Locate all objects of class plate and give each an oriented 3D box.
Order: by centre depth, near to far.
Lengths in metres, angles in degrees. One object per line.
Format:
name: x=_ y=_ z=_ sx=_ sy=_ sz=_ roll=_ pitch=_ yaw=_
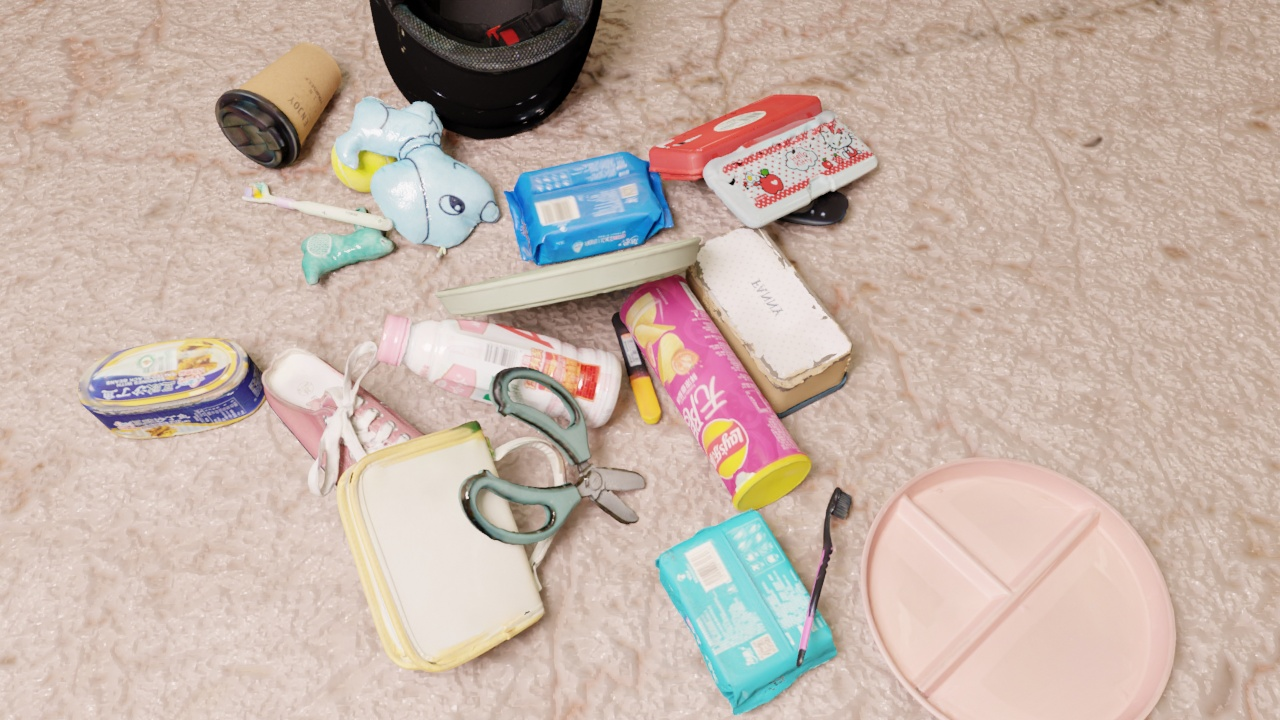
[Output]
plate: x=0.282 y=0.182 z=0.700 sx=0.229 sy=0.028 sz=0.229 roll=-1 pitch=57 yaw=1
plate: x=-0.059 y=-0.071 z=0.784 sx=0.230 sy=0.230 sz=0.027 roll=-13 pitch=98 yaw=-6

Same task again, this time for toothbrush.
toothbrush: x=0.138 y=0.157 z=0.688 sx=0.018 sy=0.014 sz=0.188 roll=25 pitch=37 yaw=5
toothbrush: x=-0.324 y=-0.153 z=0.920 sx=0.190 sy=0.020 sz=0.029 roll=16 pitch=54 yaw=23

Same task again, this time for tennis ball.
tennis ball: x=-0.282 y=-0.206 z=0.941 sx=0.065 sy=0.066 sz=0.065 roll=-1 pitch=58 yaw=2

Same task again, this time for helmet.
helmet: x=-0.160 y=-0.371 z=0.943 sx=0.233 sy=0.231 sz=0.274 roll=5 pitch=58 yaw=-12

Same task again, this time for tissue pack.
tissue pack: x=0.078 y=0.186 z=0.692 sx=0.093 sy=0.050 sz=0.133 roll=-23 pitch=60 yaw=-14
tissue pack: x=-0.050 y=-0.149 z=0.904 sx=0.157 sy=0.052 sz=0.095 roll=-14 pitch=60 yaw=-6

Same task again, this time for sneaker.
sneaker: x=-0.232 y=0.062 z=0.758 sx=0.241 sy=0.088 sz=0.118 roll=37 pitch=67 yaw=19

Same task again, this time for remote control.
remote control: x=0.139 y=-0.161 z=0.920 sx=0.136 sy=0.024 sz=0.053 roll=17 pitch=56 yaw=13

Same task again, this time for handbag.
handbag: x=-0.128 y=0.132 z=0.705 sx=0.178 sy=0.063 sz=0.163 roll=-18 pitch=87 yaw=-35

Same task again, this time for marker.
marker: x=-0.005 y=0.005 z=0.830 sx=0.018 sy=0.015 sz=0.123 roll=-13 pitch=56 yaw=-8

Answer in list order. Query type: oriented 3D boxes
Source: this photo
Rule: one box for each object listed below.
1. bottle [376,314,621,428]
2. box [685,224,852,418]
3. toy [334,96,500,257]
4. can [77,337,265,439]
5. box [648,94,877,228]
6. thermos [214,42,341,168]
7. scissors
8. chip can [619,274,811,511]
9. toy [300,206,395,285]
bottle: x=-0.117 y=0.005 z=0.765 sx=0.196 sy=0.068 sz=0.068 roll=14 pitch=57 yaw=-16
box: x=0.114 y=-0.034 z=0.822 sx=0.089 sy=0.063 sz=0.184 roll=-24 pitch=62 yaw=-11
toy: x=-0.218 y=-0.179 z=0.907 sx=0.161 sy=0.050 sz=0.156 roll=2 pitch=88 yaw=-16
can: x=-0.413 y=0.024 z=0.814 sx=0.148 sy=0.049 sz=0.074 roll=-8 pitch=59 yaw=-3
box: x=0.123 y=-0.206 z=0.904 sx=0.200 sy=0.064 sz=0.160 roll=-30 pitch=52 yaw=-33
thermos: x=-0.381 y=-0.274 z=0.979 sx=0.093 sy=0.093 sz=0.142 roll=15 pitch=52 yaw=11
scissors: x=-0.064 y=0.070 z=0.726 sx=0.176 sy=0.019 sz=0.171 roll=4 pitch=75 yaw=-36
chip can: x=0.059 y=0.023 z=0.783 sx=0.071 sy=0.071 sz=0.210 roll=-25 pitch=60 yaw=-12
toy: x=-0.291 y=-0.116 z=0.909 sx=0.092 sy=0.030 sz=0.096 roll=-13 pitch=51 yaw=-12
